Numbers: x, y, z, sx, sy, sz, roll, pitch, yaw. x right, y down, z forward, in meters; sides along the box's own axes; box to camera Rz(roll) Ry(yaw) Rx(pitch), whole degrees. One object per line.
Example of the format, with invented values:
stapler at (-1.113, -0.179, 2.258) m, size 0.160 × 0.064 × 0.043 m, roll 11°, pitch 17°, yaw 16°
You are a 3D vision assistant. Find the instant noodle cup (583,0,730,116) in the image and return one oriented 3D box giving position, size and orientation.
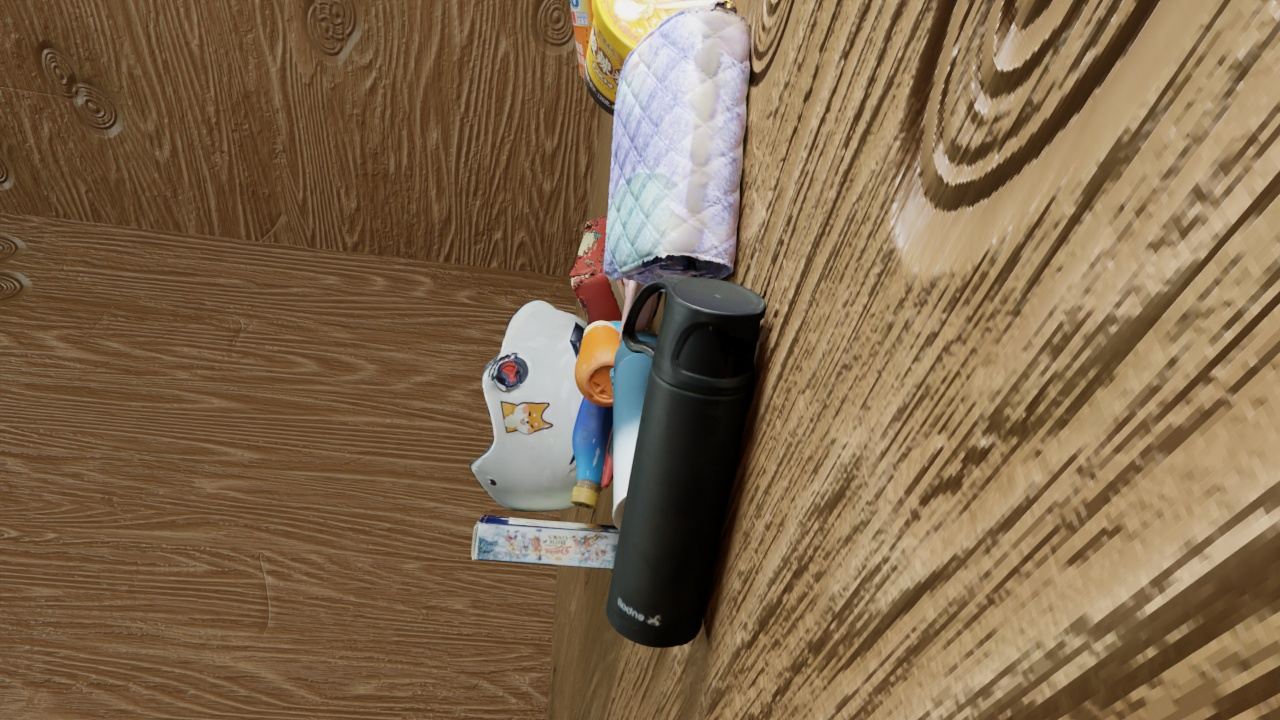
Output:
instant noodle cup at (0.006, -0.282, 0.813) m, size 0.115 × 0.118 × 0.118 m, roll 130°, pitch 146°, yaw -66°

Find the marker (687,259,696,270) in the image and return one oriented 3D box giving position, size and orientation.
marker at (0.046, -0.064, 0.774) m, size 0.124 × 0.015 × 0.018 m, roll -97°, pitch 17°, yaw -69°

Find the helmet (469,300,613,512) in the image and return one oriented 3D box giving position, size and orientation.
helmet at (-0.089, 0.068, 1.173) m, size 0.230 × 0.157 × 0.274 m, roll 24°, pitch -102°, yaw -66°

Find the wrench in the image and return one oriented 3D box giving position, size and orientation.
wrench at (-0.006, 0.006, 0.997) m, size 0.056 × 0.016 × 0.273 m, roll 133°, pitch 151°, yaw -73°

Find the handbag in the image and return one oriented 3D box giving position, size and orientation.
handbag at (0.030, -0.154, 0.697) m, size 0.134 × 0.075 × 0.193 m, roll 170°, pitch 105°, yaw -66°

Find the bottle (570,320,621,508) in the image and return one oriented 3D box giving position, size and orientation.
bottle at (-0.041, 0.063, 1.063) m, size 0.065 × 0.065 × 0.218 m, roll 113°, pitch 172°, yaw -69°

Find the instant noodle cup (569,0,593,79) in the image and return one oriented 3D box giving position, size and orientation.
instant noodle cup at (-0.004, -0.349, 0.947) m, size 0.151 × 0.151 × 0.112 m, roll -93°, pitch 3°, yaw -55°

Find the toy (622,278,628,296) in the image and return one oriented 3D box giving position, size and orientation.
toy at (-0.002, -0.144, 1.088) m, size 0.121 × 0.054 × 0.159 m, roll 80°, pitch -168°, yaw -68°

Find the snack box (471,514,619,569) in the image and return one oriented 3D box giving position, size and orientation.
snack box at (-0.105, 0.217, 1.102) m, size 0.178 × 0.182 × 0.045 m, roll 134°, pitch 140°, yaw -80°

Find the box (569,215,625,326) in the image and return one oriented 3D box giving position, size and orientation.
box at (-0.046, -0.115, 1.160) m, size 0.168 × 0.076 × 0.091 m, roll -81°, pitch -25°, yaw -54°

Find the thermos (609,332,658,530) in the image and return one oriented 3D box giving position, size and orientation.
thermos at (0.007, 0.057, 0.795) m, size 0.220 × 0.070 × 0.070 m, roll -93°, pitch 11°, yaw -53°

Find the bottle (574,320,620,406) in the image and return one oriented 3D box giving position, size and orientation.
bottle at (-0.039, -0.006, 0.979) m, size 0.149 × 0.066 × 0.067 m, roll -104°, pitch 21°, yaw -66°

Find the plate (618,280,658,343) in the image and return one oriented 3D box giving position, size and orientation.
plate at (0.013, -0.127, 0.909) m, size 0.229 × 0.028 × 0.229 m, roll -173°, pitch 94°, yaw -87°

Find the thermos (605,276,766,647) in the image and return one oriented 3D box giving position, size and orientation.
thermos at (0.019, 0.065, 0.599) m, size 0.068 × 0.090 × 0.243 m, roll -21°, pitch -53°, yaw -49°
